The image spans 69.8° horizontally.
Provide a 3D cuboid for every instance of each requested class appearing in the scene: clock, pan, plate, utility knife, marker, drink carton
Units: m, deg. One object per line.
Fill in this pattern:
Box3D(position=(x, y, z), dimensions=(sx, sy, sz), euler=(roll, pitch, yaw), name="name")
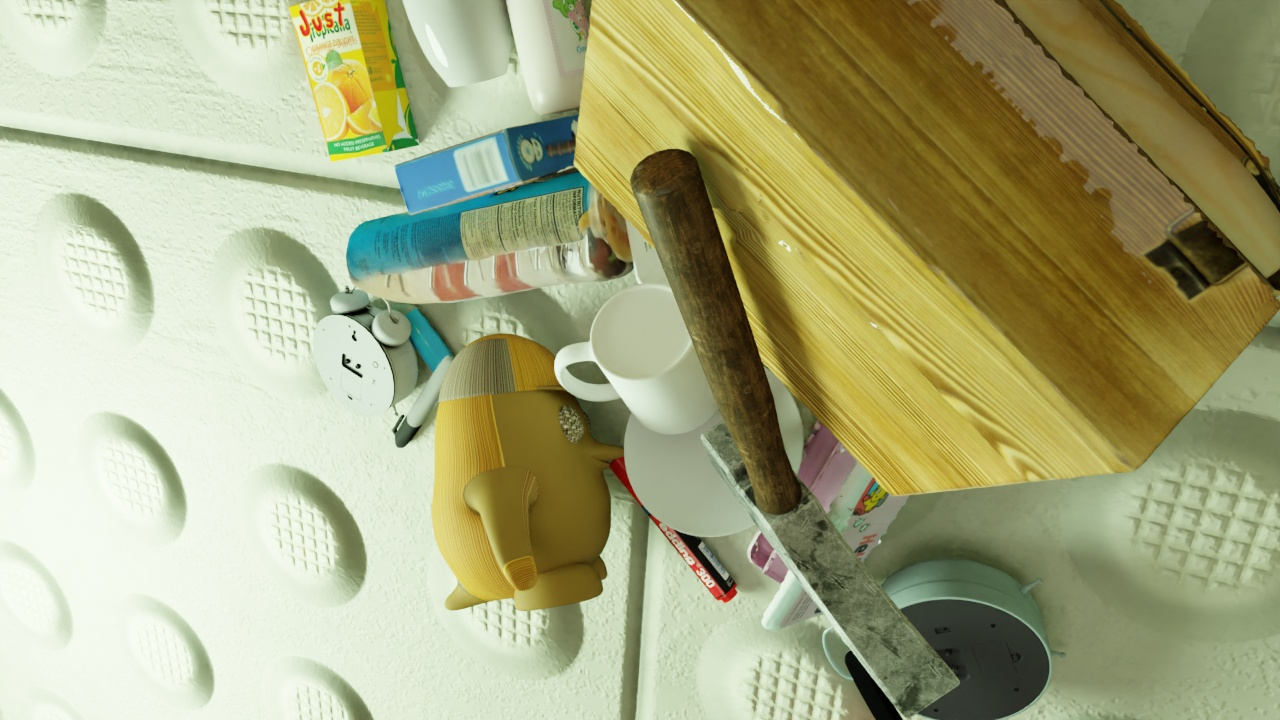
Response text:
Box3D(position=(0.209, 0.200, 0.650), dimensions=(0.160, 0.045, 0.122), euler=(-15, 115, 25), name="clock")
Box3D(position=(0.239, 0.333, 0.672), dimensions=(0.209, 0.067, 0.356), euler=(-23, 105, 31), name="pan")
Box3D(position=(0.053, 0.061, 0.668), dimensions=(0.135, 0.011, 0.134), euler=(-6, 73, 20), name="plate")
Box3D(position=(-0.233, -0.010, 0.785), dimensions=(0.094, 0.035, 0.123), euler=(29, 125, 19), name="clock")
Box3D(position=(-0.157, 0.021, 0.781), dimensions=(0.031, 0.015, 0.173), euler=(-32, 91, 34), name="utility knife")
Box3D(position=(-0.188, 0.036, 0.791), dimensions=(0.022, 0.016, 0.139), euler=(43, 131, 4), name="marker")
Box3D(position=(0.028, 0.134, 0.735), dimensions=(0.145, 0.021, 0.023), euler=(51, 161, -1), name="marker")
Box3D(position=(-0.218, -0.220, 0.702), dimensions=(0.058, 0.041, 0.122), euler=(-2, 108, 26), name="drink carton")

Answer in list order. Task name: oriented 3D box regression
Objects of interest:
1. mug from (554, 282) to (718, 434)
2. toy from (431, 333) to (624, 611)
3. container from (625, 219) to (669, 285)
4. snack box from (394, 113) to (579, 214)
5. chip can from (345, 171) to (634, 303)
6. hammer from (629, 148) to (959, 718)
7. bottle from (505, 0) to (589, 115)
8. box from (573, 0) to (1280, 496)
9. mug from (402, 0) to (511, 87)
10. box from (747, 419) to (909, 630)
Box3D(position=(-0.004, 0.004, 0.640), dimensions=(0.111, 0.090, 0.073), euler=(-11, 61, 12), name="mug")
Box3D(position=(-0.087, 0.079, 0.707), dimensions=(0.162, 0.198, 0.203), euler=(-10, 86, 0), name="toy")
Box3D(position=(0.033, -0.115, 0.620), dimensions=(0.081, 0.049, 0.129), euler=(-3, 108, 26), name="container")
Box3D(position=(-0.080, -0.134, 0.606), dimensions=(0.087, 0.151, 0.034), euler=(-9, 105, 28), name="snack box")
Box3D(position=(-0.111, -0.086, 0.685), dimensions=(0.230, 0.079, 0.080), euler=(-6, 107, 27), name="chip can")
Box3D(position=(0.070, 0.035, 0.471), dimensions=(0.037, 0.217, 0.301), euler=(-31, 135, -6), name="hammer")
Box3D(position=(-0.065, -0.242, 0.616), dimensions=(0.051, 0.051, 0.146), euler=(-5, 108, 26), name="bottle")
Box3D(position=(0.137, -0.109, 0.435), dimensions=(0.215, 0.257, 0.279), euler=(-41, 87, -10), name="box")
Box3D(position=(-0.136, -0.243, 0.647), dimensions=(0.107, 0.071, 0.089), euler=(19, 130, 48), name="mug")
Box3D(position=(0.139, 0.101, 0.630), dimensions=(0.088, 0.095, 0.202), euler=(29, 119, 10), name="box")
